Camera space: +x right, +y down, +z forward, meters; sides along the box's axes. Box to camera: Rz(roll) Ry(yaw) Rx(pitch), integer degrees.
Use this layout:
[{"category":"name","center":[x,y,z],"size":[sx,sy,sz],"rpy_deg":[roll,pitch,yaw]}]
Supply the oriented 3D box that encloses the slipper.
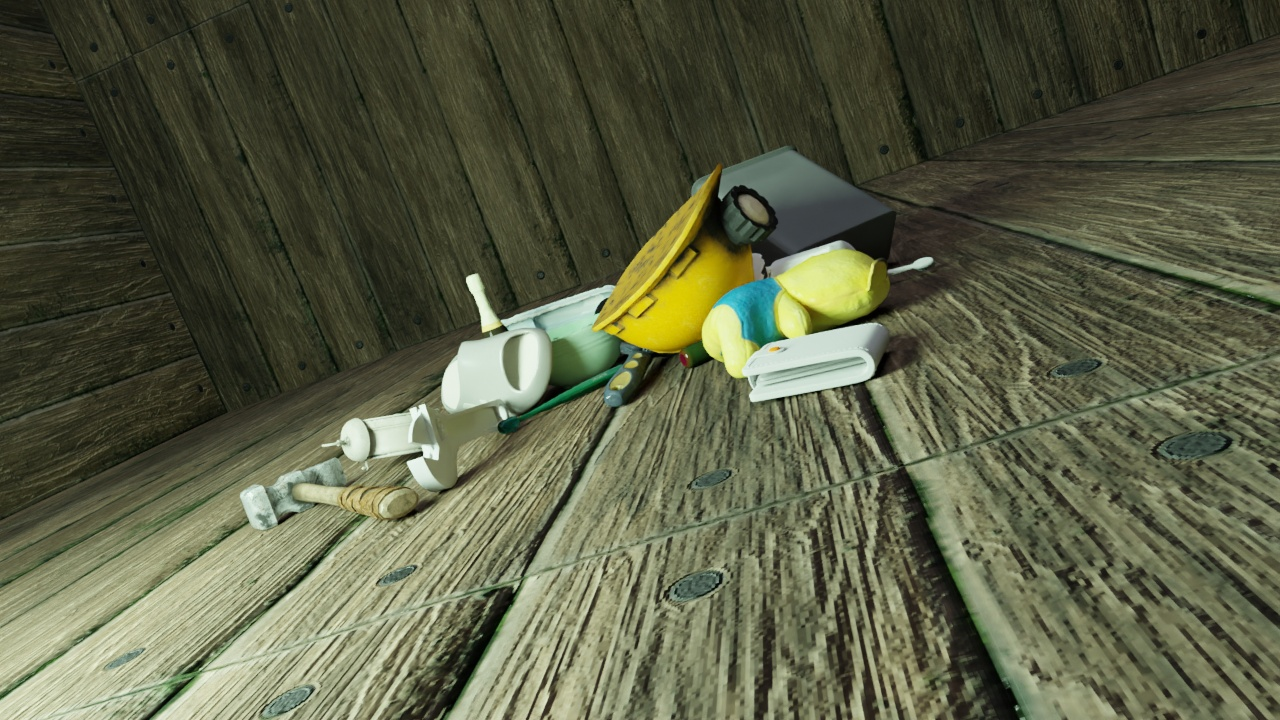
[{"category":"slipper","center":[-0.214,0.019,1.195],"size":[0.080,0.112,0.267],"rpy_deg":[11,-15,-35]}]

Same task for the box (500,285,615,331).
[{"category":"box","center":[-0.109,-0.019,1.390],"size":[0.215,0.106,0.127],"rpy_deg":[-20,32,2]}]

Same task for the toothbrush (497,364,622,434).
[{"category":"toothbrush","center":[-0.091,0.046,1.117],"size":[0.189,0.016,0.017],"rpy_deg":[-26,8,-32]}]

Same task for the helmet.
[{"category":"helmet","center":[0.063,-0.095,1.093],"size":[0.256,0.131,0.204],"rpy_deg":[-45,13,40]}]

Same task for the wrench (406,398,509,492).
[{"category":"wrench","center":[-0.189,0.082,1.002],"size":[0.018,0.086,0.273],"rpy_deg":[-19,-1,11]}]

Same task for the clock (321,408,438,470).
[{"category":"clock","center":[-0.313,0.097,1.119],"size":[0.104,0.061,0.156],"rpy_deg":[-10,-2,44]}]

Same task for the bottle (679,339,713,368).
[{"category":"bottle","center":[0.094,-0.021,1.072],"size":[0.106,0.025,0.025],"rpy_deg":[-24,10,-21]}]

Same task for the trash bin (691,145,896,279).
[{"category":"trash bin","center":[0.211,-0.195,1.291],"size":[0.191,0.098,0.220],"rpy_deg":[-24,45,-22]}]

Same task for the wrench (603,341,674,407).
[{"category":"wrench","center":[-0.007,0.006,1.110],"size":[0.073,0.022,0.272],"rpy_deg":[-1,15,11]}]

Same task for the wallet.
[{"category":"wallet","center":[0.156,-0.004,0.806],"size":[0.119,0.037,0.115],"rpy_deg":[-12,12,26]}]

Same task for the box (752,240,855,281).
[{"category":"box","center":[0.186,-0.096,1.119],"size":[0.092,0.083,0.166],"rpy_deg":[15,-20,-41]}]

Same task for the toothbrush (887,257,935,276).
[{"category":"toothbrush","center":[0.256,-0.093,1.146],"size":[0.223,0.027,0.026],"rpy_deg":[-14,-23,29]}]

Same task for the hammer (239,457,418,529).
[{"category":"hammer","center":[-0.319,0.143,0.970],"size":[0.121,0.049,0.320],"rpy_deg":[-24,11,-37]}]

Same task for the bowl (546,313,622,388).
[{"category":"bowl","center":[-0.086,-0.009,1.236],"size":[0.151,0.077,0.150],"rpy_deg":[-20,9,3]}]

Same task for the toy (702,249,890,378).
[{"category":"toy","center":[0.166,-0.060,0.970],"size":[0.214,0.084,0.149],"rpy_deg":[-24,11,-5]}]

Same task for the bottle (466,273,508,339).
[{"category":"bottle","center":[-0.206,-0.035,1.306],"size":[0.045,0.184,0.045],"rpy_deg":[-20,9,3]}]

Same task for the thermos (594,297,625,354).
[{"category":"thermos","center":[0.031,-0.063,1.267],"size":[0.199,0.086,0.085],"rpy_deg":[-11,13,47]}]
